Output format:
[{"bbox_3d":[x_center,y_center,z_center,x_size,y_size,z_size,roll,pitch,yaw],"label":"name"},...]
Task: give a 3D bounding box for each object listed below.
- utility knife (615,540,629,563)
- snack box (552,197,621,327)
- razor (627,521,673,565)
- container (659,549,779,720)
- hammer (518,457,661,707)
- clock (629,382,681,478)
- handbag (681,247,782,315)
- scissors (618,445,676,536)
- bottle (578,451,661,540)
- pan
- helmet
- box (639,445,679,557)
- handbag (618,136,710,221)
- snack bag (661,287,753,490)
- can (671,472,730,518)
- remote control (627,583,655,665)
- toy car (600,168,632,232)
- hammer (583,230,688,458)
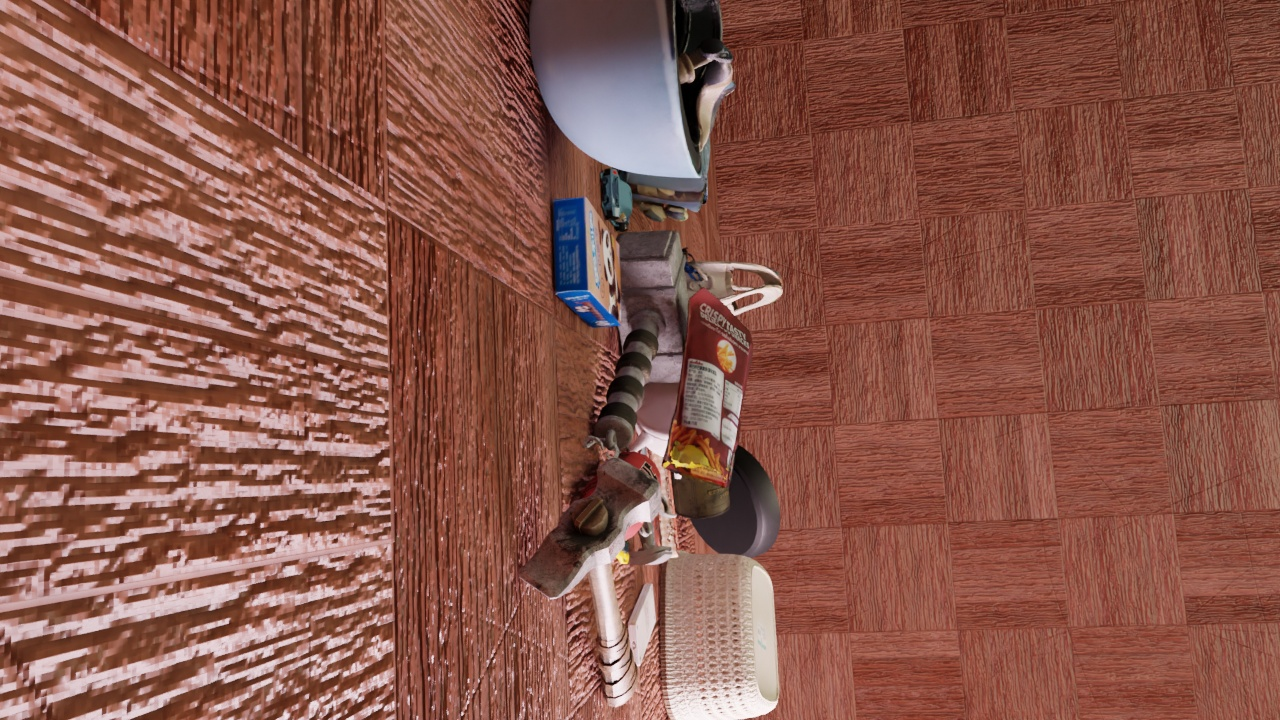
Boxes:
[{"bbox_3d":[-0.028,0.187,0.940,0.151,0.017,0.030,55,22,-67],"label":"utility knife"},{"bbox_3d":[-0.048,-0.088,0.871,0.151,0.034,0.087,46,41,-76],"label":"snack box"},{"bbox_3d":[0.002,0.178,1.066,0.088,0.047,0.116,51,29,-75],"label":"razor"},{"bbox_3d":[0.108,0.388,1.292,0.184,0.143,0.245,44,41,-57],"label":"container"},{"bbox_3d":[-0.028,0.213,0.765,0.121,0.049,0.319,-46,150,-31],"label":"hammer"},{"bbox_3d":[0.054,0.062,1.149,0.073,0.125,0.160,76,20,-51],"label":"clock"},{"bbox_3d":[0.098,-0.103,1.286,0.200,0.200,0.093,33,50,-82],"label":"handbag"},{"bbox_3d":[0.003,0.139,1.022,0.175,0.014,0.141,50,24,-48],"label":"scissors"},{"bbox_3d":[-0.022,0.130,0.850,0.176,0.062,0.062,-32,117,-80],"label":"bottle"},{"bbox_3d":[0.116,0.166,1.539,0.205,0.044,0.355,-32,-102,52],"label":"pan"},{"bbox_3d":[-0.007,-0.264,0.778,0.265,0.167,0.226,-86,166,-49],"label":"helmet"},{"bbox_3d":[0.027,0.165,1.192,0.059,0.056,0.187,-9,94,-49],"label":"box"},{"bbox_3d":[0.029,-0.264,1.215,0.119,0.121,0.191,101,-8,-51],"label":"handbag"},{"bbox_3d":[0.086,0.033,1.053,0.139,0.067,0.207,31,66,-45],"label":"snack bag"},{"bbox_3d":[0.096,0.202,1.464,0.089,0.090,0.074,-62,146,-73],"label":"can"},{"bbox_3d":[0.002,0.308,1.078,0.135,0.011,0.050,-32,118,-80],"label":"remote control"},{"bbox_3d":[-0.023,-0.190,1.095,0.107,0.027,0.060,32,55,-79],"label":"toy car"},{"bbox_3d":[-0.006,0.006,0.997,0.325,0.079,0.177,-73,157,-53],"label":"hammer"}]
